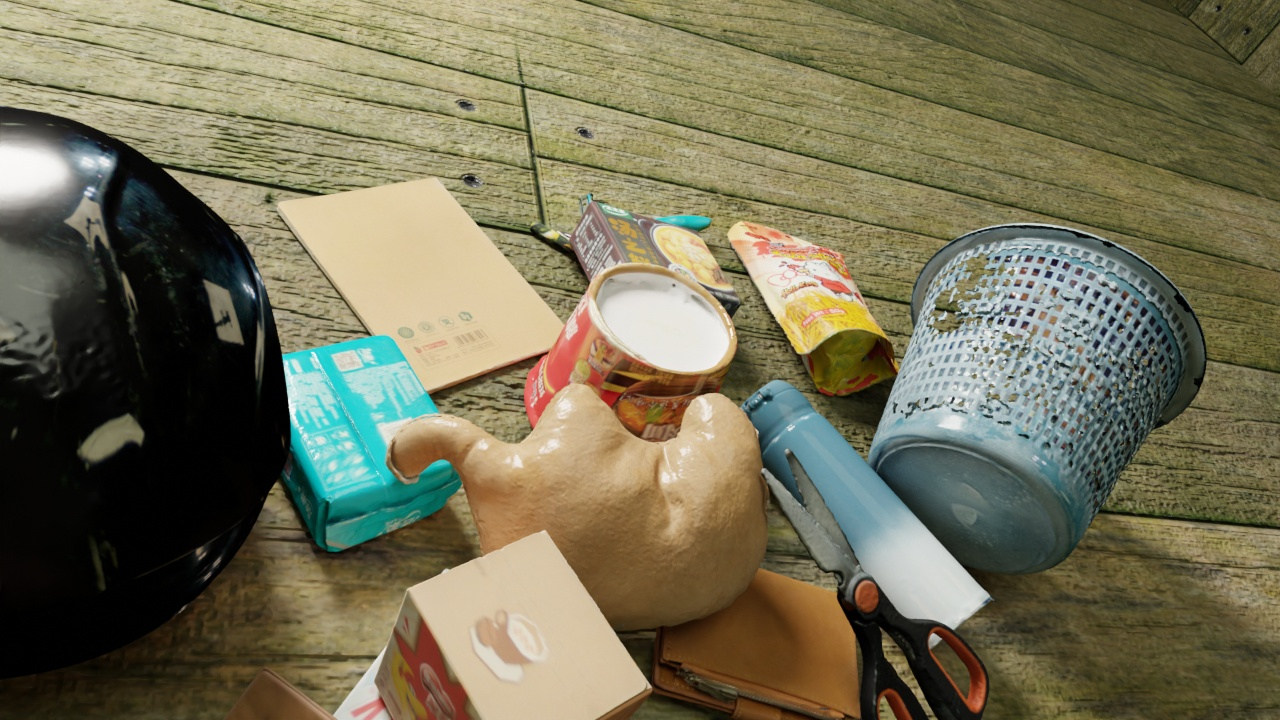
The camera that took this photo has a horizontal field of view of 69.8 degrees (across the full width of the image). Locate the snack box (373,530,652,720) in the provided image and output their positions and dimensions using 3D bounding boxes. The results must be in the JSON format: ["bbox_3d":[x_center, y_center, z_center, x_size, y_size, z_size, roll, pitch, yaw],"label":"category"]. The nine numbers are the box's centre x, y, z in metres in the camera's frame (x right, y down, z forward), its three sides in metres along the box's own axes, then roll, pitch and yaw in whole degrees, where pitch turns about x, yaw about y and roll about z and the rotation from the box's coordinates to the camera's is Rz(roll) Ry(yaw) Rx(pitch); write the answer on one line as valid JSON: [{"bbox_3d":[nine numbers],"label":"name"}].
[{"bbox_3d":[-0.064,0.153,0.432,0.076,0.095,0.092,-16,57,-39],"label":"snack box"}]

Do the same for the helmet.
[{"bbox_3d":[-0.280,0.005,0.409,0.232,0.231,0.275,-16,95,-39],"label":"helmet"}]

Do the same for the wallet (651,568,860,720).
[{"bbox_3d":[0.073,0.176,0.574,0.132,0.031,0.107,18,40,-8],"label":"wallet"}]

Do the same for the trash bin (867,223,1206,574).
[{"bbox_3d":[0.278,0.042,0.696,0.226,0.227,0.194,35,58,9],"label":"trash bin"}]

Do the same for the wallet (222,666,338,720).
[{"bbox_3d":[-0.152,0.207,0.393,0.115,0.020,0.101,32,73,9],"label":"wallet"}]

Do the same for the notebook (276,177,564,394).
[{"bbox_3d":[-0.165,-0.067,0.713,0.147,0.008,0.207,-21,60,-42],"label":"notebook"}]

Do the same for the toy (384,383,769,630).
[{"bbox_3d":[-0.031,0.086,0.526,0.225,0.083,0.143,4,78,-17],"label":"toy"}]

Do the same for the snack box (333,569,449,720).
[{"bbox_3d":[-0.107,0.187,0.468,0.085,0.027,0.156,31,40,4],"label":"snack box"}]

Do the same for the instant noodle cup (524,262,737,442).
[{"bbox_3d":[-0.004,0.004,0.650,0.138,0.109,0.137,15,42,-14],"label":"instant noodle cup"}]

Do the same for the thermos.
[{"bbox_3d":[0.151,0.105,0.664,0.070,0.070,0.220,-17,57,-39],"label":"thermos"}]

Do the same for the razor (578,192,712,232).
[{"bbox_3d":[0.007,-0.129,0.854,0.132,0.028,0.043,-2,72,-26],"label":"razor"}]

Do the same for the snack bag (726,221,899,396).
[{"bbox_3d":[0.161,-0.059,0.850,0.128,0.073,0.207,10,36,-19],"label":"snack bag"}]

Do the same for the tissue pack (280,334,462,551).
[{"bbox_3d":[-0.175,0.043,0.561,0.093,0.050,0.133,-15,56,-37],"label":"tissue pack"}]

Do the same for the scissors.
[{"bbox_3d":[0.147,0.147,0.562,0.160,0.022,0.234,-10,87,-32],"label":"scissors"}]

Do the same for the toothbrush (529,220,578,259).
[{"bbox_3d":[-0.017,-0.069,0.793,0.186,0.012,0.017,31,52,4],"label":"toothbrush"}]

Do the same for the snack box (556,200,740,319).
[{"bbox_3d":[0.006,-0.078,0.761,0.113,0.053,0.125,10,38,-35],"label":"snack box"}]
